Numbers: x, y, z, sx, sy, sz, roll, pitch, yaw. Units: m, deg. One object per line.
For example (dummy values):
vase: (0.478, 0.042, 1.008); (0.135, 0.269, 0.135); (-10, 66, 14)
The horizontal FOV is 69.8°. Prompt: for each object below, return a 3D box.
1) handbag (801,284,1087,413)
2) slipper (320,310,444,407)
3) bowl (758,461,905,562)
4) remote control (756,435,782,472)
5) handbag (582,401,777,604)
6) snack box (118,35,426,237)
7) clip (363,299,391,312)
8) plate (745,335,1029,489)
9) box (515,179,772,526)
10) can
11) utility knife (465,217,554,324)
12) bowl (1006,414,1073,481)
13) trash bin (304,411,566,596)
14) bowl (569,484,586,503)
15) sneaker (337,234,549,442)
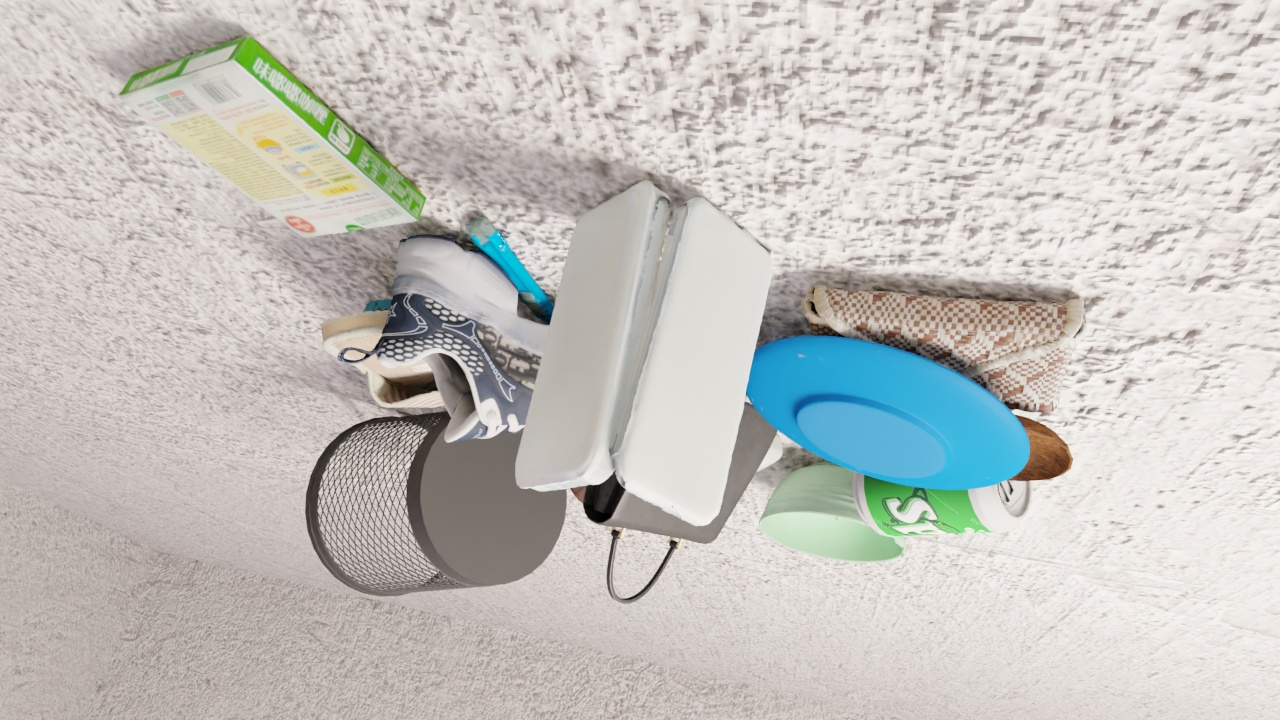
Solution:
handbag: (0.214, -0.005, 0.667); (0.186, 0.046, 0.124); (6, 155, 18)
slipper: (-0.204, 0.014, 0.861); (0.115, 0.052, 0.263); (-9, 163, 10)
bowl: (0.205, 0.154, 0.965); (0.151, 0.076, 0.151); (12, 155, 6)
remote control: (0.094, 0.102, 0.951); (0.060, 0.028, 0.115); (18, 146, -30)
handbag: (0.021, 0.114, 0.785); (0.072, 0.195, 0.175); (18, 176, 38)
snack box: (-0.255, -0.149, 0.648); (0.132, 0.027, 0.168); (-2, 151, 33)
clip: (-0.231, -0.042, 0.862); (0.120, 0.033, 0.122); (9, 155, 21)
plate: (0.181, 0.054, 0.714); (0.224, 0.024, 0.225); (21, 156, 9)
box: (-0.002, -0.001, 0.604); (0.129, 0.210, 0.105); (32, 152, -30)
can: (0.270, 0.113, 0.831); (0.087, 0.087, 0.140); (32, 150, -33)
utility knife: (-0.089, -0.053, 0.773); (0.031, 0.015, 0.220); (7, 156, 27)
bowl: (0.277, 0.061, 0.718); (0.114, 0.026, 0.102); (3, 150, 29)
trash bin: (-0.228, 0.159, 1.047); (0.228, 0.217, 0.217); (-13, 143, 45)
bowl: (-0.046, 0.173, 1.193); (0.119, 0.032, 0.119); (12, 155, 6)
sneaker: (-0.112, 0.021, 0.762); (0.269, 0.132, 0.103); (38, 156, -28)
